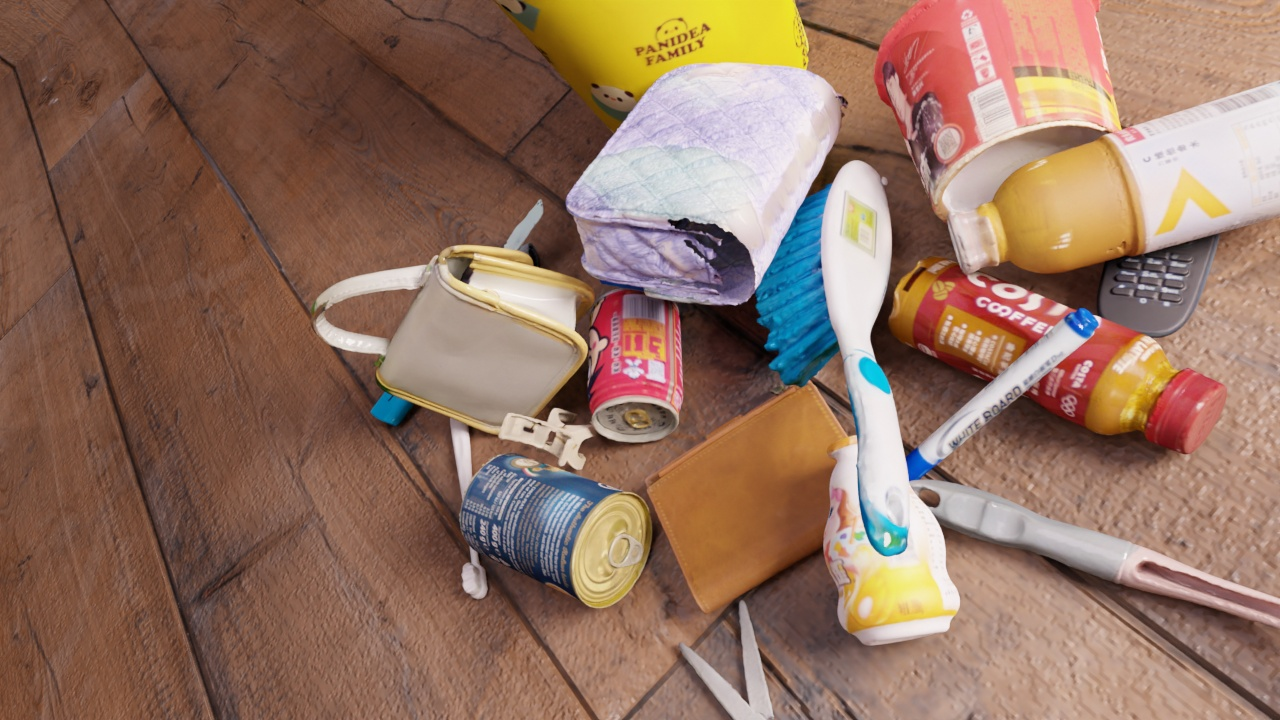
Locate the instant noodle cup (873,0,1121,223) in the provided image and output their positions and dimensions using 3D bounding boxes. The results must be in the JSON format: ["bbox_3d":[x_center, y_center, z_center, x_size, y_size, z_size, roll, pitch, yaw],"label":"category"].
[{"bbox_3d":[0.221,-0.152,0.564,0.138,0.138,0.108,-17,62,24],"label":"instant noodle cup"}]

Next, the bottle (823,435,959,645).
[{"bbox_3d":[0.129,0.095,0.495,0.063,0.063,0.108,-19,66,22],"label":"bottle"}]

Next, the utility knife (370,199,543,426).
[{"bbox_3d":[-0.153,-0.039,0.783,0.238,0.018,0.034,-52,44,6],"label":"utility knife"}]

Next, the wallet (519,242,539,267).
[{"bbox_3d":[-0.126,-0.036,0.789,0.097,0.019,0.120,-26,52,20],"label":"wallet"}]

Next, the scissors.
[{"bbox_3d":[0.071,0.220,0.499,0.163,0.012,0.164,10,67,38],"label":"scissors"}]

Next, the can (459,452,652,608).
[{"bbox_3d":[-0.058,0.110,0.611,0.111,0.075,0.075,13,69,38],"label":"can"}]

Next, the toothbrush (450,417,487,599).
[{"bbox_3d":[-0.136,0.100,0.708,0.016,0.016,0.179,-26,50,14],"label":"toothbrush"}]

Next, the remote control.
[{"bbox_3d":[0.299,-0.067,0.525,0.053,0.024,0.136,13,67,35],"label":"remote control"}]

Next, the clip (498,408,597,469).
[{"bbox_3d":[-0.059,0.054,0.629,0.071,0.100,0.034,23,93,12],"label":"clip"}]

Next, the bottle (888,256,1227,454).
[{"bbox_3d":[0.225,-0.005,0.511,0.175,0.057,0.057,32,81,42],"label":"bottle"}]

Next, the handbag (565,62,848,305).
[{"bbox_3d":[0.046,-0.123,0.613,0.134,0.076,0.193,11,49,26],"label":"handbag"}]

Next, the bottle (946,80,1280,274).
[{"bbox_3d":[0.266,-0.091,0.495,0.190,0.068,0.067,-16,54,17],"label":"bottle"}]

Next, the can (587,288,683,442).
[{"bbox_3d":[-0.004,0.004,0.649,0.067,0.066,0.093,-17,54,23],"label":"can"}]

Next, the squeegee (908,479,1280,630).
[{"bbox_3d":[0.243,0.100,0.445,0.250,0.040,0.247,16,88,45],"label":"squeegee"}]

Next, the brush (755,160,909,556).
[{"bbox_3d":[0.112,-0.011,0.527,0.110,0.060,0.313,-42,25,47],"label":"brush"}]

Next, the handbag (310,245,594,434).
[{"bbox_3d":[-0.139,-0.026,0.658,0.164,0.178,0.063,-45,31,48],"label":"handbag"}]

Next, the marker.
[{"bbox_3d":[0.187,0.025,0.497,0.146,0.017,0.016,-52,40,35],"label":"marker"}]

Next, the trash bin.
[{"bbox_3d":[0.002,-0.302,0.713,0.230,0.255,0.229,-17,53,24],"label":"trash bin"}]

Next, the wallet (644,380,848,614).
[{"bbox_3d":[0.071,0.075,0.576,0.131,0.035,0.119,-33,49,9],"label":"wallet"}]

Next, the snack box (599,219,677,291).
[{"bbox_3d":[0.040,-0.106,0.673,0.085,0.026,0.156,13,47,25],"label":"snack box"}]
